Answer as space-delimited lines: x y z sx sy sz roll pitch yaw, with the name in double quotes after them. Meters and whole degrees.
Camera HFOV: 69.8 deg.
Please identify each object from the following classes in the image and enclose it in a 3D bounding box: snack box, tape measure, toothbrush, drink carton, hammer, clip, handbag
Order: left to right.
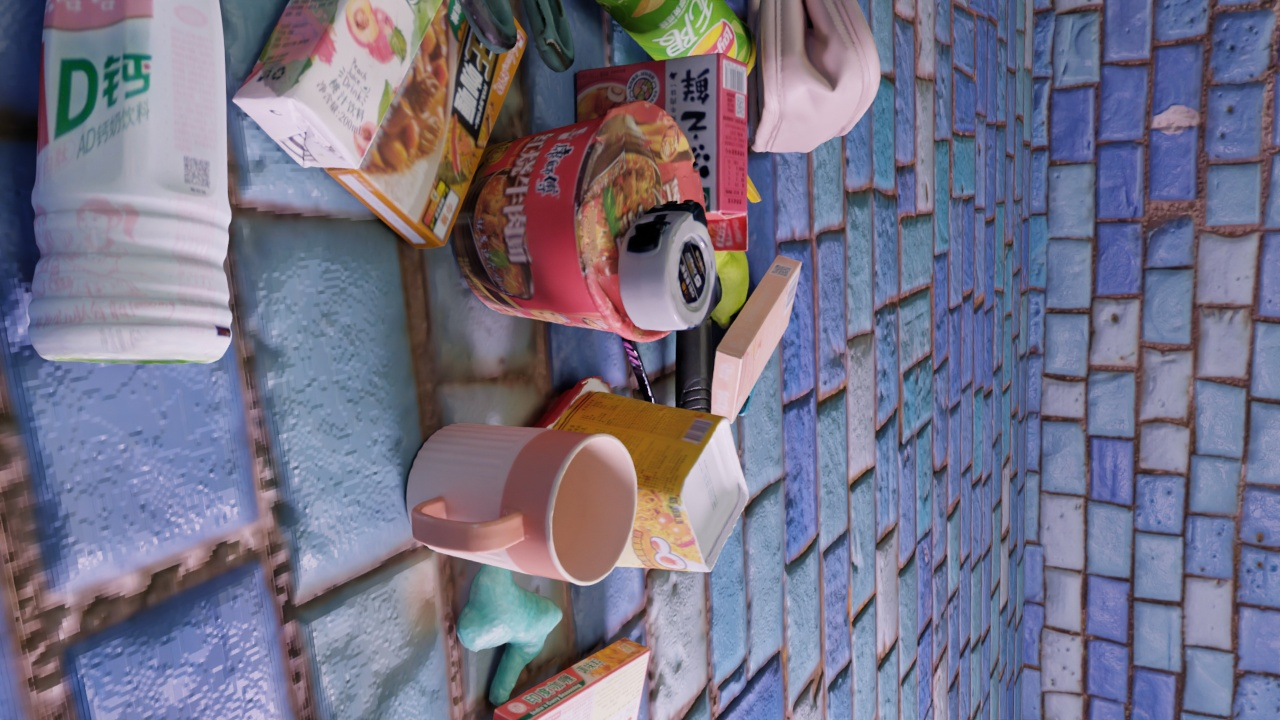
-0.141 -0.156 0.441 0.053 0.046 0.122 51 51 -55 "drink carton"
-0.113 -0.145 0.506 0.075 0.026 0.153 46 54 -51 "snack box"
-0.048 0.254 0.636 0.155 0.027 0.077 -4 106 -59 "snack box"
-0.004 0.004 0.712 0.017 0.014 0.189 -40 129 -30 "toothbrush"
0.014 -0.138 0.632 0.044 0.113 0.127 -13 103 -59 "snack box"
0.016 -0.049 0.509 0.065 0.034 0.066 -47 129 -49 "tape measure"
0.044 -0.033 0.740 0.128 0.033 0.301 -3 95 -43 "hammer"
0.102 0.026 0.886 0.047 0.014 0.056 53 50 -44 "clip"
0.107 -0.022 0.853 0.156 0.026 0.085 -53 156 -42 "snack box"
0.128 -0.306 0.785 0.193 0.093 0.234 34 47 -87 "handbag"

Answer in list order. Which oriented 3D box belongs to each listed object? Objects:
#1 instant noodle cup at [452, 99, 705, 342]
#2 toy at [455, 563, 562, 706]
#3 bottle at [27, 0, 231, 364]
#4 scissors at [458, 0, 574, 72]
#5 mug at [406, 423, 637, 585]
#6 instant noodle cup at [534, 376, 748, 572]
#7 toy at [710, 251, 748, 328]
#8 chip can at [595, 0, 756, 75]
-0.037 -0.080 0.557 0.137 0.109 0.138 -7 98 -58 "instant noodle cup"
-0.083 0.170 0.582 0.092 0.030 0.096 40 70 -51 "toy"
-0.190 -0.098 0.348 0.068 0.068 0.197 4 86 -59 "bottle"
-0.086 -0.238 0.507 0.170 0.019 0.177 -68 140 -58 "scissors"
-0.076 0.081 0.510 0.114 0.106 0.082 -16 106 -57 "mug"
-0.003 0.082 0.613 0.115 0.124 0.116 -53 135 -43 "instant noodle cup"
0.073 -0.084 0.813 0.100 0.031 0.096 47 53 -48 "toy"
0.008 -0.264 0.651 0.221 0.073 0.072 23 73 -57 "chip can"
